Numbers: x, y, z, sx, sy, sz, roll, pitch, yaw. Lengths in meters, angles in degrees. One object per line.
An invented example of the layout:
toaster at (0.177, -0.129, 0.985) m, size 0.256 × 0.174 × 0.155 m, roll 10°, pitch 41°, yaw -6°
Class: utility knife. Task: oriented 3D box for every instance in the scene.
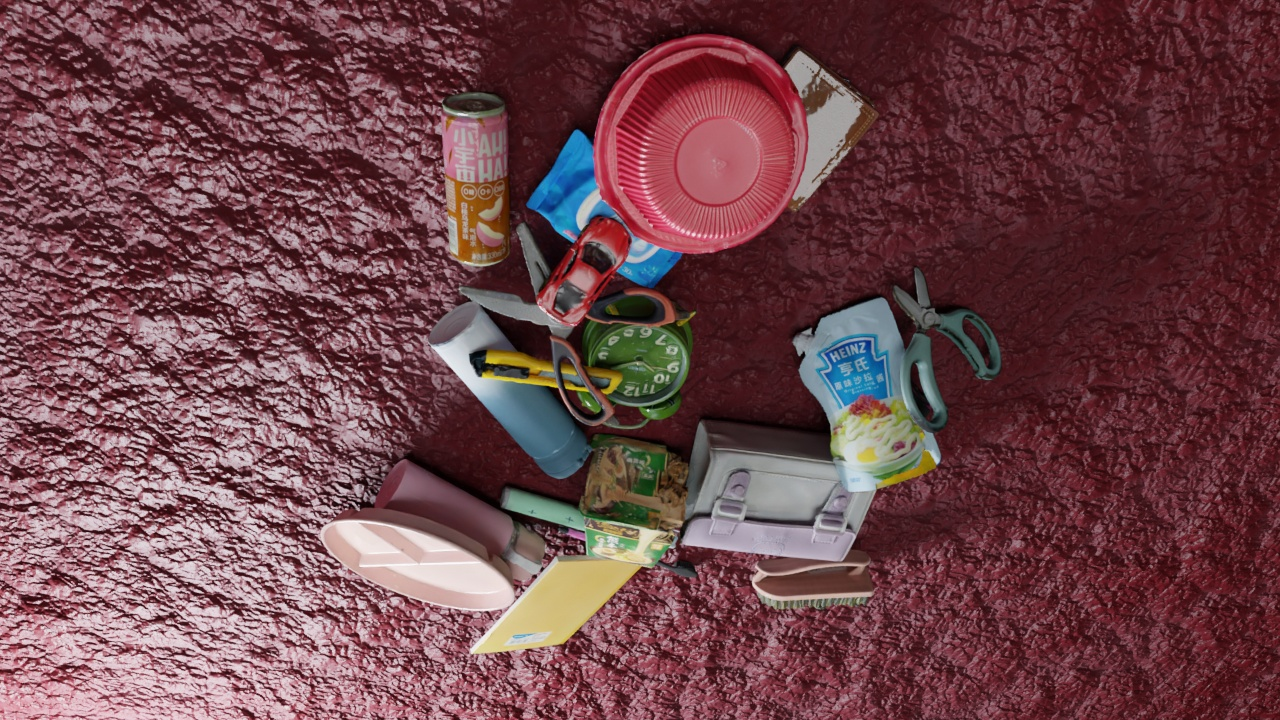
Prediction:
utility knife at (-0.092, 0.011, 0.901) m, size 0.154 × 0.015 × 0.033 m, roll 8°, pitch 120°, yaw -13°

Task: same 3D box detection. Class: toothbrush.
toothbrush at (-0.014, 0.234, 1.132) m, size 0.189 × 0.017 × 0.014 m, roll 22°, pitch 118°, yaw -14°
toothbrush at (-0.058, 0.191, 1.089) m, size 0.224 × 0.026 × 0.027 m, roll 19°, pitch 100°, yaw -16°

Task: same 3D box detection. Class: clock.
clock at (-0.006, 0.006, 0.952) m, size 0.116 × 0.056 × 0.161 m, roll 8°, pitch 123°, yaw -9°

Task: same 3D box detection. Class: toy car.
toy car at (-0.050, -0.082, 0.833) m, size 0.049 × 0.031 × 0.106 m, roll 35°, pitch 98°, yaw -18°

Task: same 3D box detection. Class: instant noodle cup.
instant noodle cup at (0.059, -0.175, 0.784) m, size 0.193 × 0.065 × 0.194 m, roll -4°, pitch 115°, yaw -8°

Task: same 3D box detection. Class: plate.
plate at (-0.249, 0.227, 1.044) m, size 0.229 × 0.028 × 0.230 m, roll 11°, pitch 145°, yaw 8°

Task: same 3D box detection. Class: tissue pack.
tissue pack at (-0.021, -0.138, 0.857) m, size 0.157 × 0.052 × 0.095 m, roll 32°, pitch 116°, yaw -23°

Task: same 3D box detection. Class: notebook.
notebook at (-0.098, 0.298, 1.122) m, size 0.145 × 0.010 × 0.207 m, roll 9°, pitch 132°, yaw -42°

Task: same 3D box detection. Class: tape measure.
tape measure at (0.289, 0.041, 1.000) m, size 0.039 × 0.057 × 0.058 m, roll -38°, pitch 111°, yaw 20°

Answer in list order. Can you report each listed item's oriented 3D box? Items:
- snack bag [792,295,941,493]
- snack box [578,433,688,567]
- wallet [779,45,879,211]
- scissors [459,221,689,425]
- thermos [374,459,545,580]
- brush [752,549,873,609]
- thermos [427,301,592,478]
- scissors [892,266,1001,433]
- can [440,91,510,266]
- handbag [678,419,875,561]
snack bag at (0.236, 0.038, 0.964) m, size 0.110 × 0.038 × 0.191 m, roll -19°, pitch 94°, yaw 20°
snack box at (-0.014, 0.167, 1.028) m, size 0.117 × 0.118 × 0.106 m, roll 12°, pitch 133°, yaw -2°
wallet at (0.140, -0.210, 0.838) m, size 0.101 × 0.032 × 0.125 m, roll 31°, pitch 116°, yaw -19°
scissors at (-0.065, -0.030, 0.874) m, size 0.222 × 0.015 × 0.189 m, roll 9°, pitch 109°, yaw -12°
thermos at (-0.198, 0.189, 1.042) m, size 0.198 × 0.087 × 0.067 m, roll 35°, pitch 83°, yaw -23°
brush at (0.212, 0.269, 1.143) m, size 0.145 × 0.063 × 0.073 m, roll -3°, pitch 128°, yaw -1°
thermos at (-0.131, 0.038, 0.960) m, size 0.070 × 0.070 × 0.220 m, roll -27°, pitch 122°, yaw 13°
scissors at (0.303, -0.002, 0.945) m, size 0.173 × 0.019 × 0.178 m, roll 36°, pitch 72°, yaw -24°
can at (-0.147, -0.161, 0.828) m, size 0.058 × 0.057 × 0.147 m, roll 1°, pitch 124°, yaw -5°
handbag at (0.151, 0.154, 1.035) m, size 0.197 × 0.098 × 0.145 m, roll 8°, pitch 119°, yaw -9°
